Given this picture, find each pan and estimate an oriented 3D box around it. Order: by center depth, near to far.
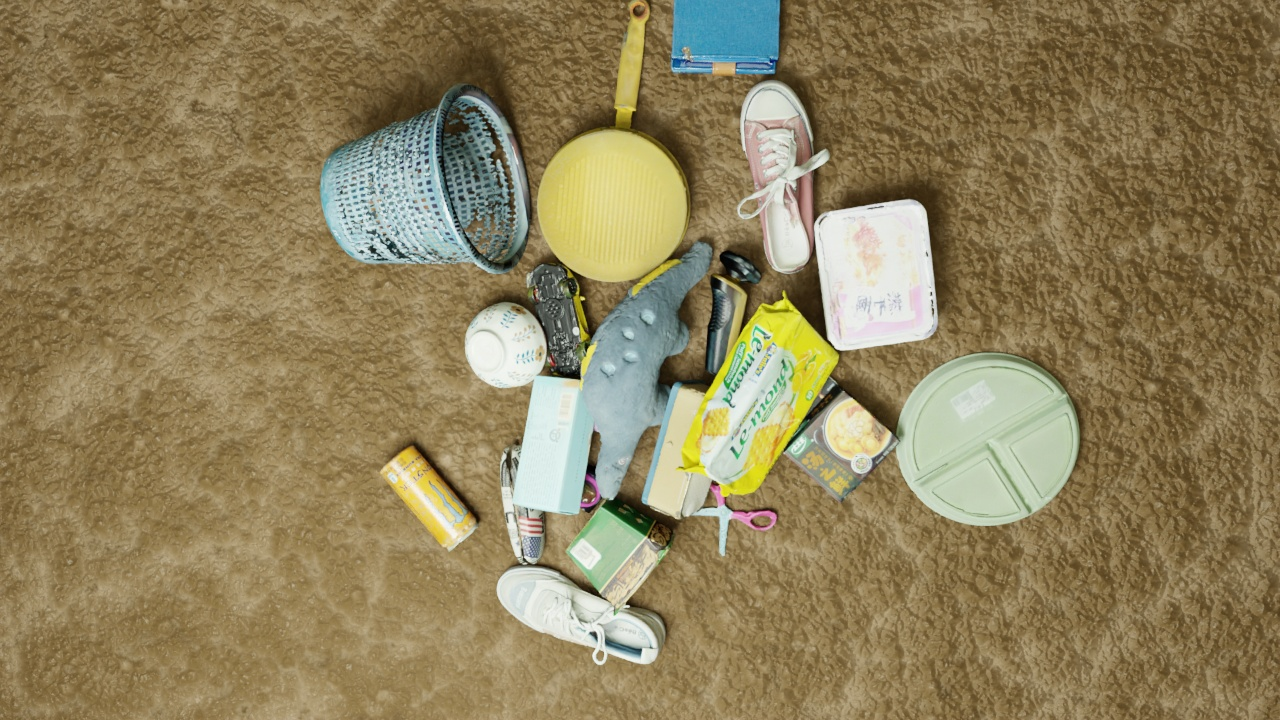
[{"bbox_3d":[-0.024,-0.277,1.166,0.198,0.078,0.358,8,105,1],"label":"pan"}]

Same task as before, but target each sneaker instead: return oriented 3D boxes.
[{"bbox_3d":[0.174,-0.226,1.130,0.118,0.087,0.241,-6,98,7],"label":"sneaker"},{"bbox_3d":[-0.085,0.351,1.236,0.242,0.090,0.089,19,98,4],"label":"sneaker"}]

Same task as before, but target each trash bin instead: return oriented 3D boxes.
[{"bbox_3d":[-0.271,-0.208,1.131,0.195,0.226,0.226,-6,97,19],"label":"trash bin"}]

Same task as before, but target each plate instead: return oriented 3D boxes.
[{"bbox_3d":[0.448,0.104,1.179,0.230,0.027,0.230,1,97,5],"label":"plate"}]

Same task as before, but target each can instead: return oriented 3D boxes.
[{"bbox_3d":[-0.287,0.187,1.250,0.058,0.058,0.146,-40,92,9],"label":"can"}]

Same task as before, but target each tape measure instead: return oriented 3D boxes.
[{"bbox_3d":[-0.075,0.170,1.235,0.058,0.039,0.057,41,100,-1],"label":"tape measure"}]

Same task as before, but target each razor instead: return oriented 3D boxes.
[{"bbox_3d":[0.115,-0.056,1.183,0.067,0.062,0.167,2,105,-26],"label":"razor"}]

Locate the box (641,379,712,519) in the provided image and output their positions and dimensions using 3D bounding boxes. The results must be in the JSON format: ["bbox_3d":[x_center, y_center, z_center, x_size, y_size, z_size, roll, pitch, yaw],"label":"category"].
[{"bbox_3d":[0.064,0.107,1.182,0.062,0.089,0.184,17,97,26],"label":"box"}]

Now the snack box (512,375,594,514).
[{"bbox_3d":[-0.109,0.108,1.187,0.074,0.051,0.174,4,81,33],"label":"snack box"}]

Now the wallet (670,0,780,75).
[{"bbox_3d":[0.106,-0.408,1.138,0.133,0.040,0.106,2,89,6],"label":"wallet"}]

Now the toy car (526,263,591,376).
[{"bbox_3d":[-0.102,-0.053,1.201,0.071,0.041,0.156,-9,99,30],"label":"toy car"}]

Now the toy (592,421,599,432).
[{"bbox_3d":[-0.040,0.045,1.214,0.084,0.039,0.108,32,96,4],"label":"toy"}]

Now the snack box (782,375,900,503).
[{"bbox_3d":[0.249,0.100,1.190,0.125,0.053,0.113,40,100,-6],"label":"snack box"}]

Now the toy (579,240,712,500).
[{"bbox_3d":[-0.007,0.007,1.152,0.091,0.137,0.356,22,94,43],"label":"toy"}]

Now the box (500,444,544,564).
[{"bbox_3d":[-0.164,0.194,1.237,0.060,0.071,0.164,-6,95,31],"label":"box"}]

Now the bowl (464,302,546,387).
[{"bbox_3d":[-0.186,-0.015,1.194,0.114,0.062,0.113,7,105,26],"label":"bowl"}]

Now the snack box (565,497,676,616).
[{"bbox_3d":[-0.031,0.246,1.205,0.105,0.117,0.118,38,97,4],"label":"snack box"}]

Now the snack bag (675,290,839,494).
[{"bbox_3d":[0.143,0.049,1.130,0.068,0.158,0.246,30,88,36],"label":"snack bag"}]

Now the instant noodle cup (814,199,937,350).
[{"bbox_3d":[0.291,-0.107,1.147,0.138,0.060,0.173,-8,99,3],"label":"instant noodle cup"}]

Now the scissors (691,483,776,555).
[{"bbox_3d":[0.117,0.201,1.233,0.133,0.017,0.133,2,102,5],"label":"scissors"}]
